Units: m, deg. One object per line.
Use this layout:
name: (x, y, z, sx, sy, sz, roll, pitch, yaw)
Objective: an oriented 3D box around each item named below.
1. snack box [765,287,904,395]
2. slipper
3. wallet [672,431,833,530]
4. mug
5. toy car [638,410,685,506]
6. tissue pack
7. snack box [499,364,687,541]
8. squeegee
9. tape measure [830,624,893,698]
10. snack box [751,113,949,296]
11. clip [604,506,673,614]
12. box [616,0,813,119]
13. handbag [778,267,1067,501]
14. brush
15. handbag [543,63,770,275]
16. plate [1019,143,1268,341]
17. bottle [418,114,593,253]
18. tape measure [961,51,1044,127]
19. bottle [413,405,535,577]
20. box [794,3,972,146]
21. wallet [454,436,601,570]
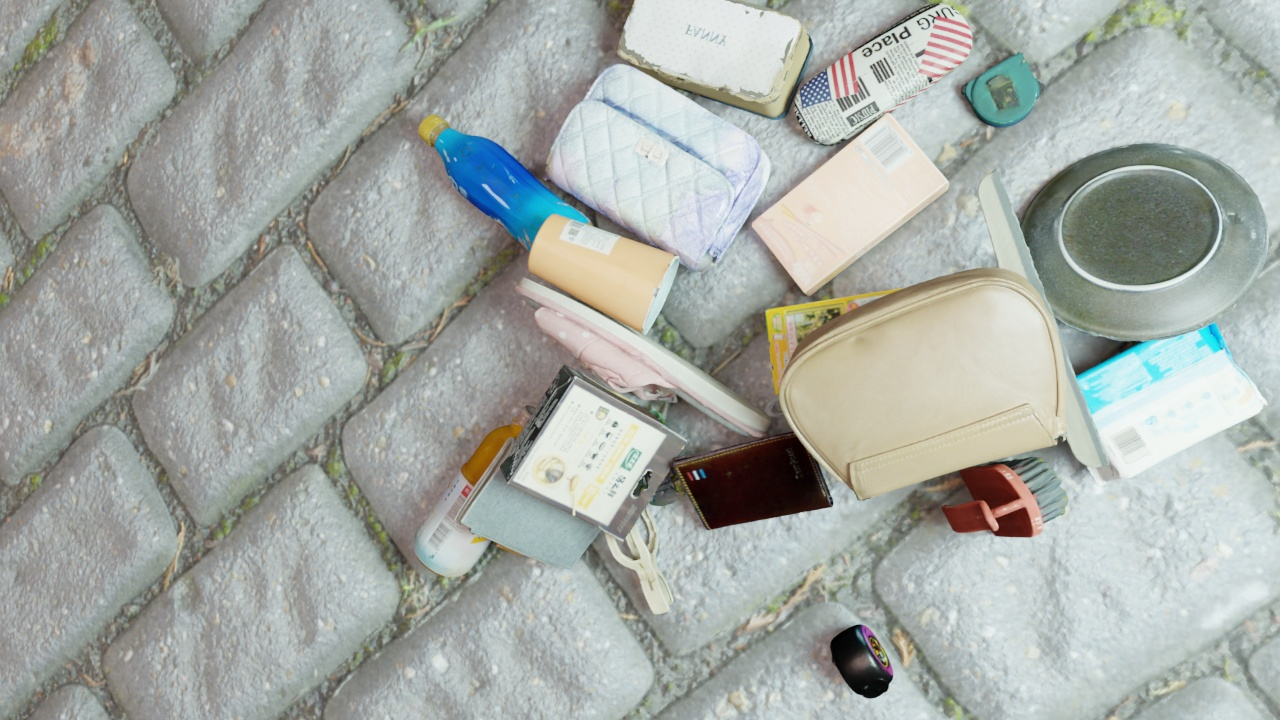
snack box: (0.187, -0.013, 0.824, 0.141, 0.033, 0.087, -9, 85, 17)
slipper: (-0.005, 0.005, 0.851, 0.274, 0.114, 0.054, 30, 94, 11)
wallet: (0.102, 0.109, 0.829, 0.122, 0.020, 0.096, -15, 126, 17)
mug: (-0.035, -0.083, 0.831, 0.123, 0.078, 0.078, 25, 96, 5)
toy car: (0.016, 0.093, 0.876, 0.043, 0.036, 0.091, -20, 78, 16)
tissue pack: (0.406, 0.029, 0.730, 0.140, 0.063, 0.090, -32, 78, 15)
snack box: (-0.043, 0.084, 0.830, 0.125, 0.053, 0.113, 30, 96, -26)
squeegee: (0.222, 0.004, 0.774, 0.247, 0.039, 0.246, -21, 90, 23)
tape measure: (0.191, 0.262, 0.800, 0.039, 0.057, 0.058, -34, 86, 16)
snack box: (0.188, -0.139, 0.830, 0.157, 0.026, 0.084, -38, 77, 14)
clip: (-0.003, 0.188, 0.865, 0.035, 0.092, 0.103, -20, 71, 17)
box: (0.074, -0.292, 0.860, 0.184, 0.059, 0.090, 26, 97, 16)
handbag: (0.217, 0.017, 0.708, 0.205, 0.099, 0.148, -21, 97, 23)
brush: (0.283, 0.113, 0.726, 0.069, 0.146, 0.063, -26, 79, 2)
handbag: (0.015, -0.184, 0.866, 0.194, 0.075, 0.134, 34, 99, 18)
plate: (0.393, -0.101, 0.728, 0.180, 0.024, 0.179, -11, 62, 21)
bottle: (-0.141, -0.176, 0.925, 0.218, 0.065, 0.065, 42, 101, 15)
tape measure: (0.314, -0.231, 0.791, 0.058, 0.025, 0.054, -29, 78, 17)
bottle: (-0.153, 0.129, 0.917, 0.068, 0.068, 0.190, 39, 100, 16)
box: (0.216, -0.253, 0.821, 0.164, 0.057, 0.071, -28, 62, 15)
wallet: (-0.099, 0.142, 0.883, 0.129, 0.037, 0.107, 31, 103, -26)
